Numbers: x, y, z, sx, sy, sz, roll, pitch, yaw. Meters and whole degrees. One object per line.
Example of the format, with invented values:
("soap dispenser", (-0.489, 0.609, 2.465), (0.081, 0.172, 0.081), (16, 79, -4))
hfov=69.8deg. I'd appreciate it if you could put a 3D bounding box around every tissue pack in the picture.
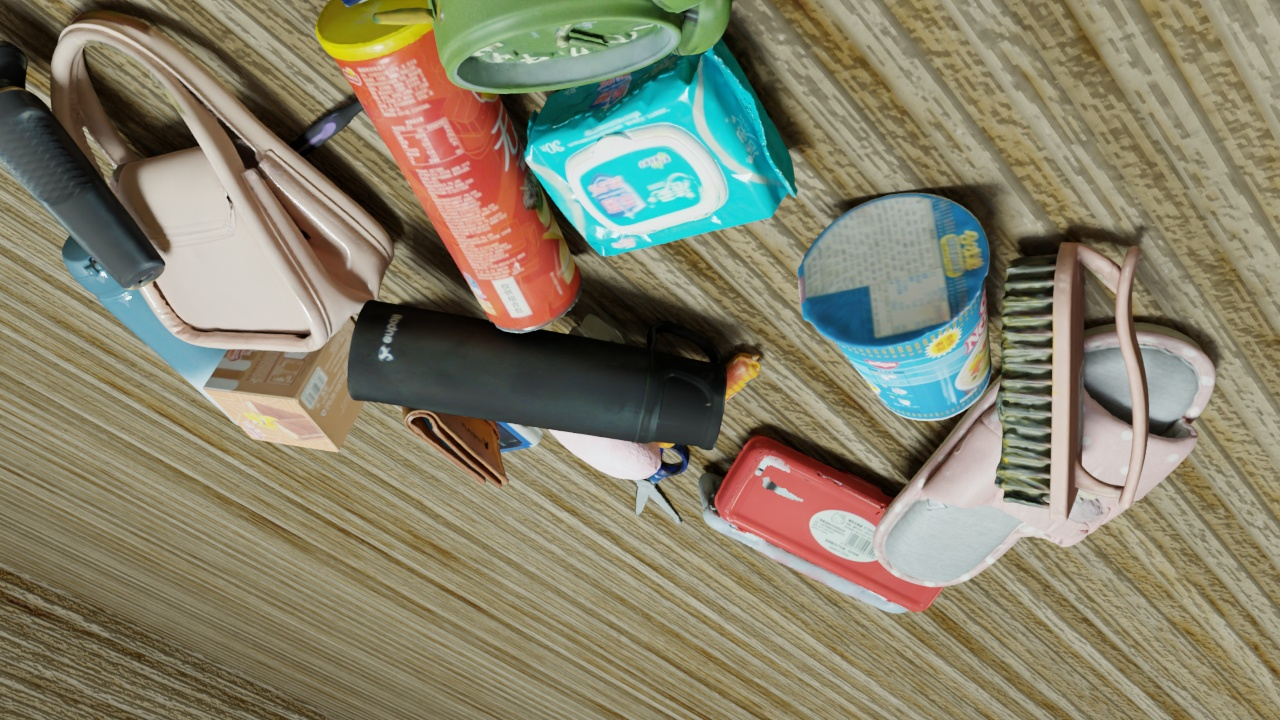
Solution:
("tissue pack", (0.010, -0.109, 0.486), (0.134, 0.050, 0.093), (-11, 135, 37))

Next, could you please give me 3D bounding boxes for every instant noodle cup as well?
("instant noodle cup", (0.151, -0.022, 0.512), (0.099, 0.099, 0.110), (-3, 149, 30))

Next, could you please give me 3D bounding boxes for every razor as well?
("razor", (-0.371, -0.118, 0.586), (0.167, 0.062, 0.068), (56, 163, -20))

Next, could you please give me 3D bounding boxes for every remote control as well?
("remote control", (-0.147, 0.066, 0.839), (0.125, 0.024, 0.049), (-13, 135, 41))

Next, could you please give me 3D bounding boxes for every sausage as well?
("sausage", (0.047, 0.033, 0.696), (0.021, 0.021, 0.166), (27, 146, -11))

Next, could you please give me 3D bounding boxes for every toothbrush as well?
("toothbrush", (-0.199, -0.146, 0.578), (0.189, 0.016, 0.014), (-13, 126, 43))

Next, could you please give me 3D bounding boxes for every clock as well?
("clock", (-0.020, -0.156, 0.381), (0.161, 0.056, 0.116), (-10, -175, 9))

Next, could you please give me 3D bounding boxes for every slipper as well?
("slipper", (0.246, 0.080, 0.594), (0.114, 0.054, 0.275), (27, 133, -7))

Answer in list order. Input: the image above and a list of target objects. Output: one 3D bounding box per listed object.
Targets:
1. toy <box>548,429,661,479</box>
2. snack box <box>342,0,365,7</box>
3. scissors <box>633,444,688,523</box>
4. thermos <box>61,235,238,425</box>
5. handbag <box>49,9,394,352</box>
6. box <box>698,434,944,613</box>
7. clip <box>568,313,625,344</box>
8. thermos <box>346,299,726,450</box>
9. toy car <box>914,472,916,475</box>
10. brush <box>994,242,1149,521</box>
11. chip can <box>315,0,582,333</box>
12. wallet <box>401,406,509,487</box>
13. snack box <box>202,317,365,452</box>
("toy", (-0.054, 0.043, 0.716), (0.159, 0.054, 0.121), (29, 173, 1))
("snack box", (-0.105, -0.249, 0.350), (0.178, 0.045, 0.182), (-7, 139, 33))
("scissors", (-0.002, 0.104, 0.833), (0.162, 0.012, 0.163), (28, 147, -16))
("thermos", (-0.396, -0.031, 0.794), (0.070, 0.070, 0.220), (1, 141, 26))
("handbag", (-0.296, -0.116, 0.612), (0.194, 0.093, 0.234), (0, 133, 34))
("box", (0.155, 0.127, 0.762), (0.201, 0.100, 0.095), (27, 106, -9))
("clip", (0.003, 0.002, 0.668), (0.087, 0.034, 0.104), (-10, 129, 42))
("thermos", (-0.065, 0.004, 0.623), (0.242, 0.089, 0.069), (9, 146, -4))
("toy car", (0.227, 0.095, 0.680), (0.043, 0.036, 0.091), (19, 143, -2))
("brush", (0.233, 0.009, 0.493), (0.073, 0.063, 0.146), (4, 107, 33))
("chip can", (-0.097, -0.108, 0.523), (0.073, 0.073, 0.217), (4, 143, 23))
("wallet", (-0.146, 0.033, 0.710), (0.035, 0.130, 0.119), (-37, 130, 9))
("snack box", (-0.289, 0.014, 0.774), (0.094, 0.092, 0.077), (5, 145, 19))
